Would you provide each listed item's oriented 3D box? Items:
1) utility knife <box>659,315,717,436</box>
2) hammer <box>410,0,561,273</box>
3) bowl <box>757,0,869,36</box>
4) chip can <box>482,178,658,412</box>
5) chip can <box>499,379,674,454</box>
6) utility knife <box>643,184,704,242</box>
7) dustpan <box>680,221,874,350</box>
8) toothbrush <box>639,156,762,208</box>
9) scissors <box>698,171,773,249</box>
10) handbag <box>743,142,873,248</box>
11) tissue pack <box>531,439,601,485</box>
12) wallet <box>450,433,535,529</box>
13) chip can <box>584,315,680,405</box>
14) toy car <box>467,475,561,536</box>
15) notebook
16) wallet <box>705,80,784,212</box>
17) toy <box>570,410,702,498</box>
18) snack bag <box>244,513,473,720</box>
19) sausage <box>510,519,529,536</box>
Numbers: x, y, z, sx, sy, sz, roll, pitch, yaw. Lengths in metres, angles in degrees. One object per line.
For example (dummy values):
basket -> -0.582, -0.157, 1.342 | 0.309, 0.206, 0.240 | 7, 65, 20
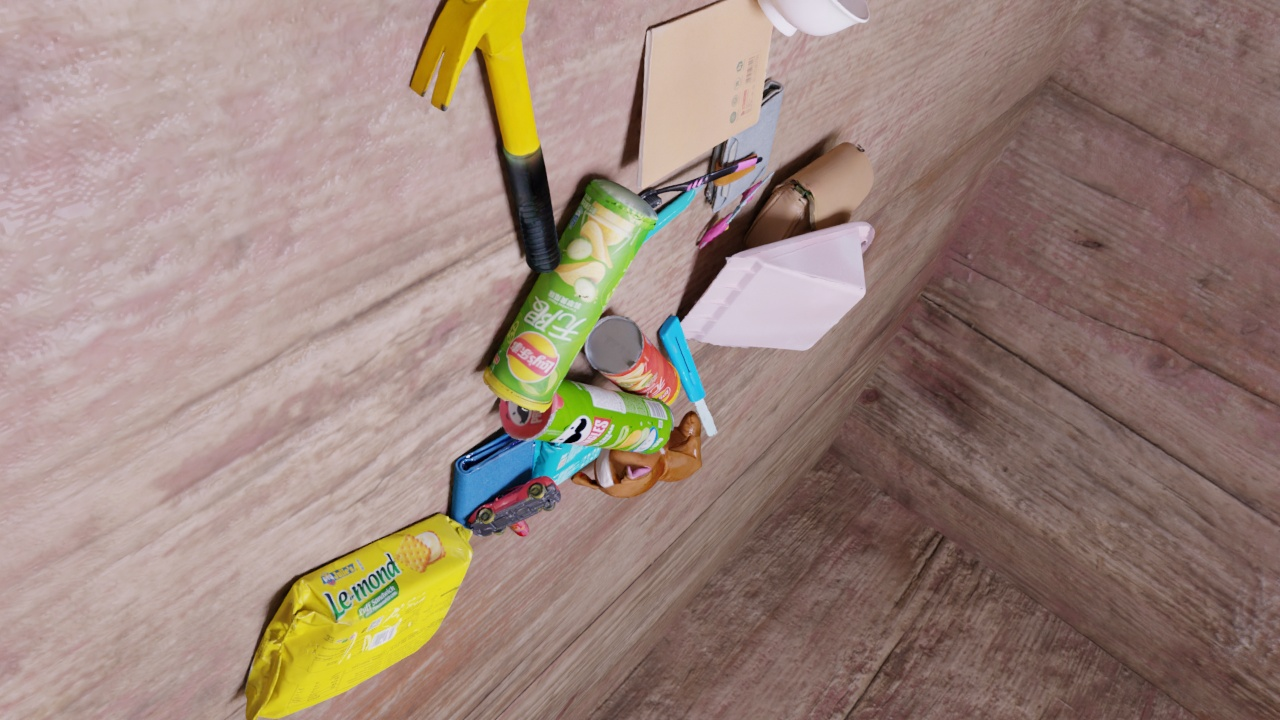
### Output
utility knife -> 0.071, 0.030, 1.269 | 0.034, 0.018, 0.218 | -43, 131, -23
hammer -> -0.089, -0.159, 0.676 | 0.128, 0.033, 0.301 | -46, 160, -20
bowl -> 0.147, -0.337, 0.837 | 0.065, 0.118, 0.118 | -36, 174, 35
chip can -> -0.065, -0.060, 0.848 | 0.221, 0.072, 0.072 | -58, 161, 15
chip can -> -0.051, 0.062, 1.014 | 0.235, 0.072, 0.072 | 15, 111, -56
utility knife -> 0.022, -0.152, 0.988 | 0.175, 0.013, 0.029 | -43, 162, -37
dustpan -> 0.187, -0.115, 1.247 | 0.223, 0.273, 0.138 | 131, -36, -55
toothbrush -> 0.066, -0.188, 0.968 | 0.188, 0.018, 0.014 | -25, 153, -33
scissors -> 0.118, -0.184, 1.112 | 0.134, 0.017, 0.133 | -44, -176, 36
handbag -> 0.241, -0.209, 1.271 | 0.203, 0.100, 0.148 | -38, 162, -37
tissue pack -> -0.090, 0.099, 1.106 | 0.133, 0.050, 0.093 | -33, 153, -47
wallet -> -0.163, 0.134, 1.015 | 0.106, 0.040, 0.133 | -28, 151, -35
chip can -> -0.007, 0.007, 1.114 | 0.073, 0.073, 0.216 | -53, 160, -3
toy car -> -0.140, 0.161, 1.009 | 0.106, 0.031, 0.049 | -28, 148, -2
notebook -> 0.065, -0.262, 0.861 | 0.207, 0.008, 0.148 | -38, 145, -40
wallet -> 0.119, -0.235, 1.033 | 0.106, 0.037, 0.130 | -45, 160, -26
toy -> 0.003, 0.130, 1.286 | 0.140, 0.130, 0.199 | -22, -178, 45
snack bag -> -0.274, 0.258, 0.925 | 0.245, 0.068, 0.158 | -18, 140, -59
sausage -> -0.161, 0.200, 1.168 | 0.020, 0.020, 0.156 | -47, 160, -17
